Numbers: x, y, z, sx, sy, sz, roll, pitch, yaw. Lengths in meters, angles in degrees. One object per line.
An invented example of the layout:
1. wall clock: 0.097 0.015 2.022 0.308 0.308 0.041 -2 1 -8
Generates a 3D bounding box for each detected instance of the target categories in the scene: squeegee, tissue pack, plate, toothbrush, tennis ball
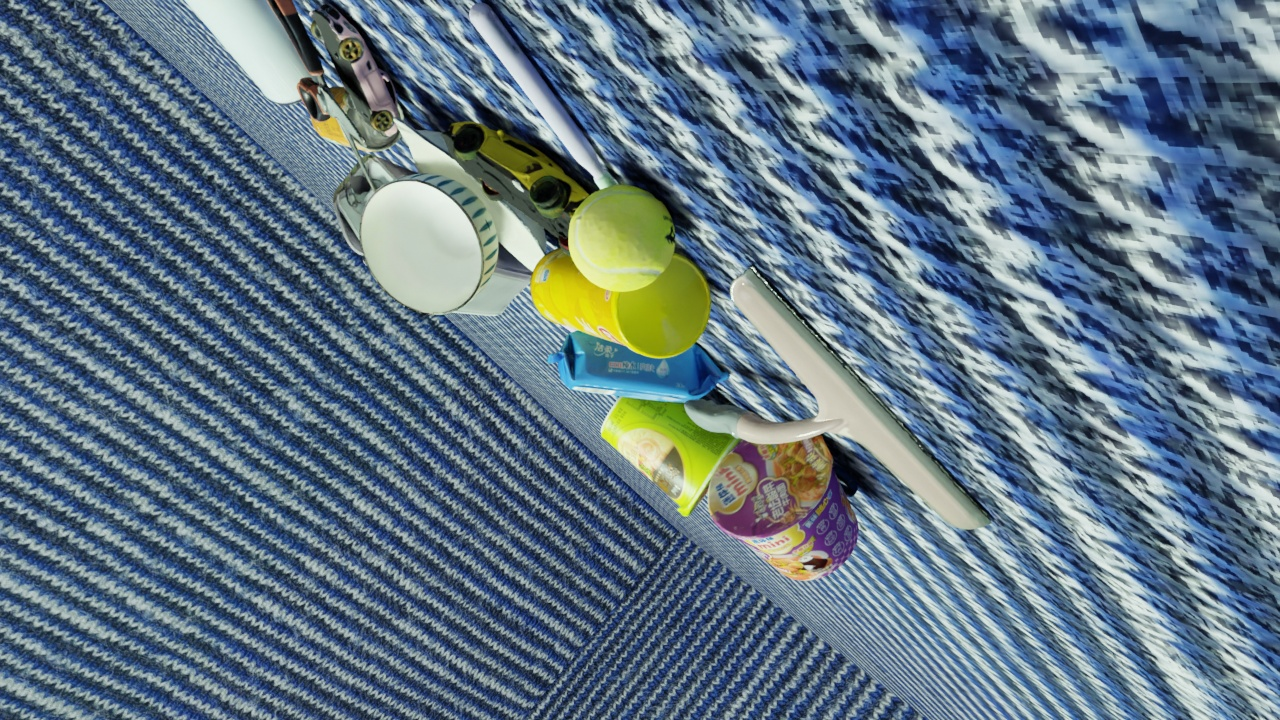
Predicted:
1. squeegee: 0.088 0.044 0.681 0.247 0.040 0.250 43 162 -17
2. tissue pack: -0.005 0.005 0.826 0.157 0.052 0.095 7 173 -9
3. plate: -0.139 -0.150 0.812 0.163 0.034 0.164 40 171 4
4. toothbrush: -0.046 -0.136 0.556 0.021 0.029 0.189 -13 139 26
5. tennis ball: -0.011 -0.074 0.559 0.065 0.065 0.065 40 171 7

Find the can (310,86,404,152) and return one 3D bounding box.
1. can: -0.278 -0.236 0.894 0.058 0.058 0.146 47 169 -33

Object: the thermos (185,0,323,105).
1. thermos: -0.368 -0.324 0.829 0.073 0.073 0.224 38 170 16

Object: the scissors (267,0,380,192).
1. scissors: -0.274 -0.234 0.782 0.227 0.015 0.189 29 140 58

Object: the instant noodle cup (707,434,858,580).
1. instant noodle cup: 0.128 0.128 0.777 0.099 0.111 0.112 51 167 -34

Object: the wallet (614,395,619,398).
1. wallet: -0.035 0.020 1.171 0.106 0.040 0.133 40 180 17

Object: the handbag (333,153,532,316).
1. handbag: -0.207 -0.118 0.933 0.145 0.098 0.197 51 -170 9

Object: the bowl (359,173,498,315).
1. bowl: -0.169 -0.103 0.772 0.116 0.117 0.066 41 -147 -1

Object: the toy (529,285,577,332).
1. toy: -0.075 -0.054 0.992 0.108 0.039 0.084 36 179 18

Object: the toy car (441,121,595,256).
1. toy car: -0.083 -0.129 0.663 0.156 0.041 0.071 35 169 25

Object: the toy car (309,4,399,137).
1. toy car: -0.235 -0.243 0.771 0.056 0.037 0.122 38 158 29

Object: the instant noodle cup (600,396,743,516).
1. instant noodle cup: 0.029 0.078 0.930 0.123 0.111 0.112 34 170 11

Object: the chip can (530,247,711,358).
1. chip can: -0.023 -0.051 0.703 0.072 0.072 0.213 44 171 -22

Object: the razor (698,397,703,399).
1. razor: 0.083 0.059 0.866 0.143 0.022 0.043 35 162 29

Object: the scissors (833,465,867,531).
1. scissors: 0.164 0.109 0.869 0.173 0.012 0.162 44 169 -12
